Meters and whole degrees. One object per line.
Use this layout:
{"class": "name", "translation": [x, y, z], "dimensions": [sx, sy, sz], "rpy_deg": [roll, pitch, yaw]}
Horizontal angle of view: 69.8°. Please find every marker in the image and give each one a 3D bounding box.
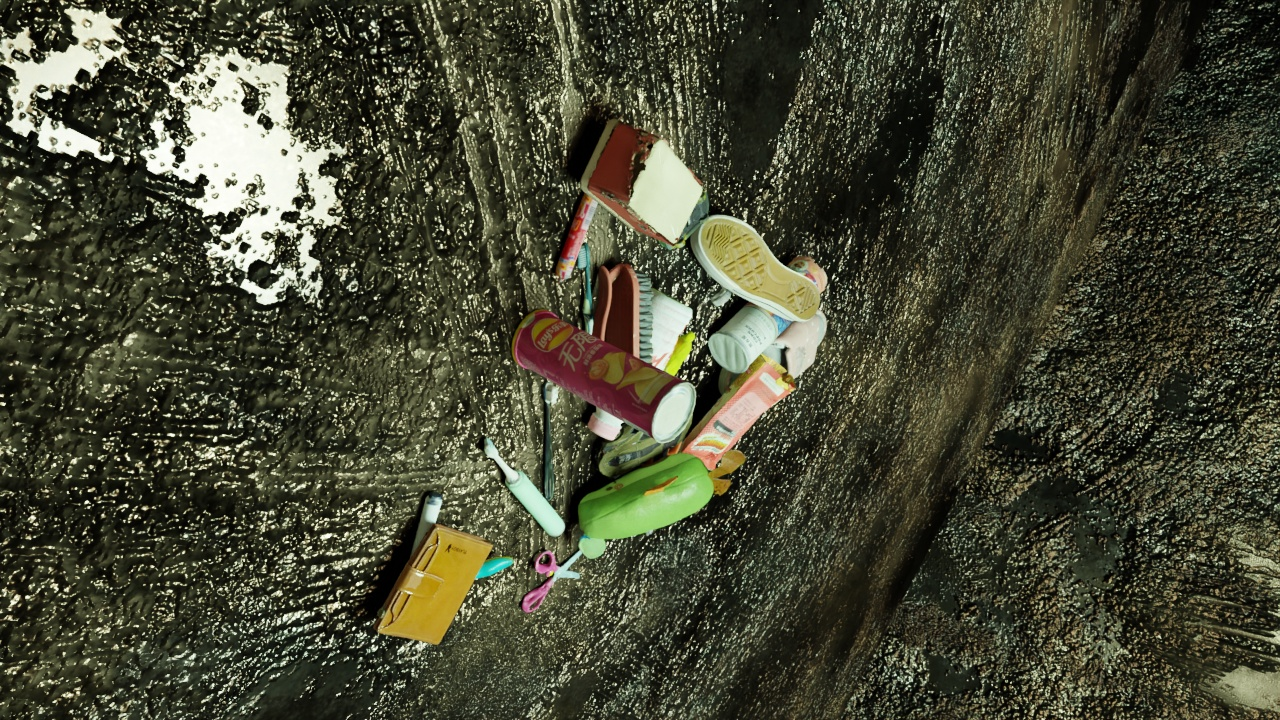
{"class": "marker", "translation": [-0.247, 0.207, 1.023], "dimensions": [0.022, 0.018, 0.131], "rpy_deg": [3, 110, -45]}

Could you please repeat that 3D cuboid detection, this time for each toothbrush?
{"class": "toothbrush", "translation": [-0.143, 0.159, 1.124], "dimensions": [0.026, 0.027, 0.225], "rpy_deg": [-23, 141, 3]}
{"class": "toothbrush", "translation": [-0.112, 0.105, 1.137], "dimensions": [0.015, 0.018, 0.181], "rpy_deg": [-32, 137, -42]}
{"class": "toothbrush", "translation": [-0.065, -0.054, 1.090], "dimensions": [0.018, 0.016, 0.192], "rpy_deg": [-20, 130, -26]}

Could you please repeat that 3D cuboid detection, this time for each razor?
{"class": "razor", "translation": [-0.210, 0.267, 1.101], "dimensions": [0.132, 0.028, 0.043], "rpy_deg": [-24, 122, -36]}

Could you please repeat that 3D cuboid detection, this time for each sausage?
{"class": "sausage", "translation": [-0.063, -0.157, 1.016], "dimensions": [0.020, 0.020, 0.156], "rpy_deg": [11, 103, -56]}

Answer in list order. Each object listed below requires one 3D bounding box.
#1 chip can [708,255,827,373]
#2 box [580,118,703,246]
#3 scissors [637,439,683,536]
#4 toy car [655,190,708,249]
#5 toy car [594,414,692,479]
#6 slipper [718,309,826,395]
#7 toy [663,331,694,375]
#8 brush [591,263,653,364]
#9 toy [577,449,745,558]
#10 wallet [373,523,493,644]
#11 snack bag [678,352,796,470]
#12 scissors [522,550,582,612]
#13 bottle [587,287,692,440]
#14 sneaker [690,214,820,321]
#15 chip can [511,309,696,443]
{"class": "chip can", "translation": [0.194, -0.072, 1.378], "dimensions": [0.214, 0.071, 0.071], "rpy_deg": [-42, 142, -30]}
{"class": "box", "translation": [0.013, -0.192, 1.016], "dimensions": [0.091, 0.079, 0.168], "rpy_deg": [-64, 158, 1]}
{"class": "scissors", "translation": [0.008, 0.181, 1.360], "dimensions": [0.136, 0.022, 0.235], "rpy_deg": [1, 119, -44]}
{"class": "toy car", "translation": [0.052, -0.177, 1.143], "dimensions": [0.091, 0.036, 0.043], "rpy_deg": [-43, 141, -26]}
{"class": "toy car", "translation": [0.008, 0.106, 1.253], "dimensions": [0.158, 0.042, 0.070], "rpy_deg": [-28, 135, -19]}
{"class": "slipper", "translation": [0.228, -0.008, 1.483], "dimensions": [0.273, 0.054, 0.114], "rpy_deg": [-26, 133, -40]}
{"class": "toy", "translation": [0.040, 0.002, 1.224], "dimensions": [0.100, 0.031, 0.096], "rpy_deg": [-56, 179, 31]}
{"class": "brush", "translation": [-0.024, -0.043, 1.094], "dimensions": [0.069, 0.063, 0.146], "rpy_deg": [-2, 96, -34]}
{"class": "toy", "translation": [0.023, 0.184, 1.259], "dimensions": [0.246, 0.090, 0.227], "rpy_deg": [-18, 164, -17]}
{"class": "wallet", "translation": [-0.235, 0.248, 1.025], "dimensions": [0.130, 0.035, 0.119], "rpy_deg": [-61, 146, -5]}
{"class": "snack bag", "translation": [0.144, 0.087, 1.402], "dimensions": [0.208, 0.073, 0.128], "rpy_deg": [-48, 149, 15]}
{"class": "scissors", "translation": [-0.119, 0.301, 1.266], "dimensions": [0.125, 0.017, 0.133], "rpy_deg": [-62, 151, -5]}
{"class": "bottle", "translation": [-0.007, 0.007, 1.170], "dimensions": [0.068, 0.068, 0.197], "rpy_deg": [19, 101, -57]}
{"class": "sneaker", "translation": [0.145, -0.121, 1.268], "dimensions": [0.241, 0.088, 0.118], "rpy_deg": [28, 77, -35]}
{"class": "chip can", "translation": [-0.042, 0.014, 0.989], "dimensions": [0.071, 0.211, 0.071], "rpy_deg": [-33, 137, -38]}
